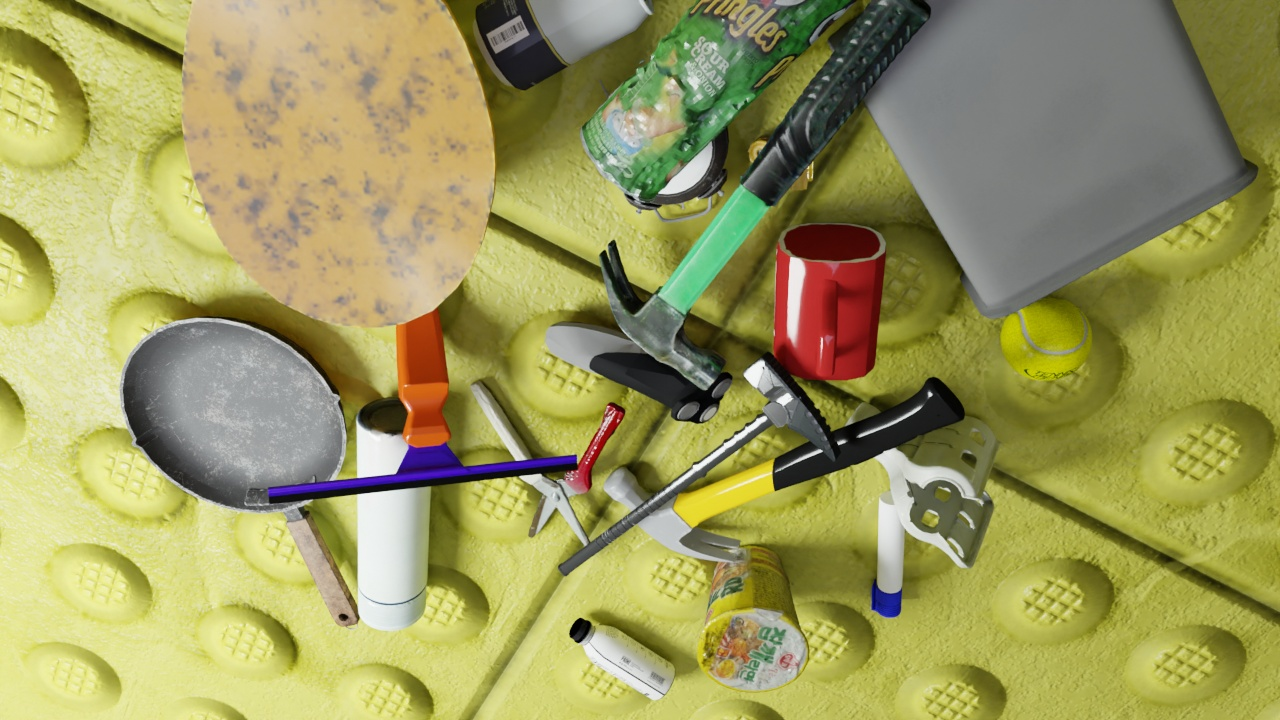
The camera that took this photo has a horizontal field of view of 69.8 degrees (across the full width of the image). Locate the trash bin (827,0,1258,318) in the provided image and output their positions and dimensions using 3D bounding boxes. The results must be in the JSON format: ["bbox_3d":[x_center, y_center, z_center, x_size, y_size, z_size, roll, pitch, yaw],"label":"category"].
[{"bbox_3d":[0.264,-0.172,0.622,0.192,0.097,0.220,-31,110,19],"label":"trash bin"}]

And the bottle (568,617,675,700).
[{"bbox_3d":[-0.021,0.299,0.930,0.116,0.041,0.041,36,115,-14],"label":"bottle"}]

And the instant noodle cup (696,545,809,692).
[{"bbox_3d":[0.102,0.230,0.843,0.102,0.108,0.102,2,118,4],"label":"instant noodle cup"}]

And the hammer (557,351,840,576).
[{"bbox_3d":[0.028,0.118,0.782,0.095,0.015,0.326,49,126,2],"label":"hammer"}]

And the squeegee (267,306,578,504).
[{"bbox_3d":[-0.181,0.011,0.761,0.249,0.055,0.185,-4,95,-19],"label":"squeegee"}]

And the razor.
[{"bbox_3d":[-0.005,0.004,0.765,0.156,0.060,0.057,27,129,6],"label":"razor"}]

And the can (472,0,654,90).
[{"bbox_3d":[-0.048,-0.240,0.629,0.127,0.064,0.064,-23,114,16],"label":"can"}]

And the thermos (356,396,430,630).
[{"bbox_3d":[-0.229,0.146,0.851,0.068,0.067,0.230,8,118,0],"label":"thermos"}]

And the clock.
[{"bbox_3d":[0.021,-0.156,0.680,0.091,0.043,0.123,-11,117,10],"label":"clock"}]

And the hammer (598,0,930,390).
[{"bbox_3d":[0.079,-0.115,0.632,0.130,0.032,0.320,38,129,-1],"label":"hammer"}]

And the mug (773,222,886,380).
[{"bbox_3d":[0.141,-0.039,0.691,0.080,0.116,0.097,2,119,9],"label":"mug"}]

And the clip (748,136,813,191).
[{"bbox_3d":[0.108,-0.154,0.683,0.048,0.046,0.054,-13,121,-17],"label":"clip"}]

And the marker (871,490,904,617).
[{"bbox_3d":[0.231,0.182,0.855,0.027,0.023,0.133,8,121,25],"label":"marker"}]

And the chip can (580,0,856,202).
[{"bbox_3d":[0.054,-0.196,0.577,0.075,0.075,0.224,40,121,-15],"label":"chip can"}]

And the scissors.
[{"bbox_3d":[-0.087,0.087,0.826,0.179,0.015,0.200,35,127,-2],"label":"scissors"}]

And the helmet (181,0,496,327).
[{"bbox_3d":[-0.192,-0.163,0.644,0.205,0.131,0.256,3,118,2],"label":"helmet"}]

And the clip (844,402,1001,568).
[{"bbox_3d":[0.242,0.079,0.751,0.110,0.126,0.150,-42,84,31],"label":"clip"}]

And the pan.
[{"bbox_3d":[-0.339,0.113,0.860,0.208,0.040,0.357,-12,118,11],"label":"pan"}]

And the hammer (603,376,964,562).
[{"bbox_3d":[0.116,0.092,0.758,0.325,0.029,0.127,-30,112,39],"label":"hammer"}]

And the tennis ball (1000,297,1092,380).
[{"bbox_3d":[0.317,-0.016,0.717,0.065,0.065,0.065,2,118,4],"label":"tennis ball"}]
